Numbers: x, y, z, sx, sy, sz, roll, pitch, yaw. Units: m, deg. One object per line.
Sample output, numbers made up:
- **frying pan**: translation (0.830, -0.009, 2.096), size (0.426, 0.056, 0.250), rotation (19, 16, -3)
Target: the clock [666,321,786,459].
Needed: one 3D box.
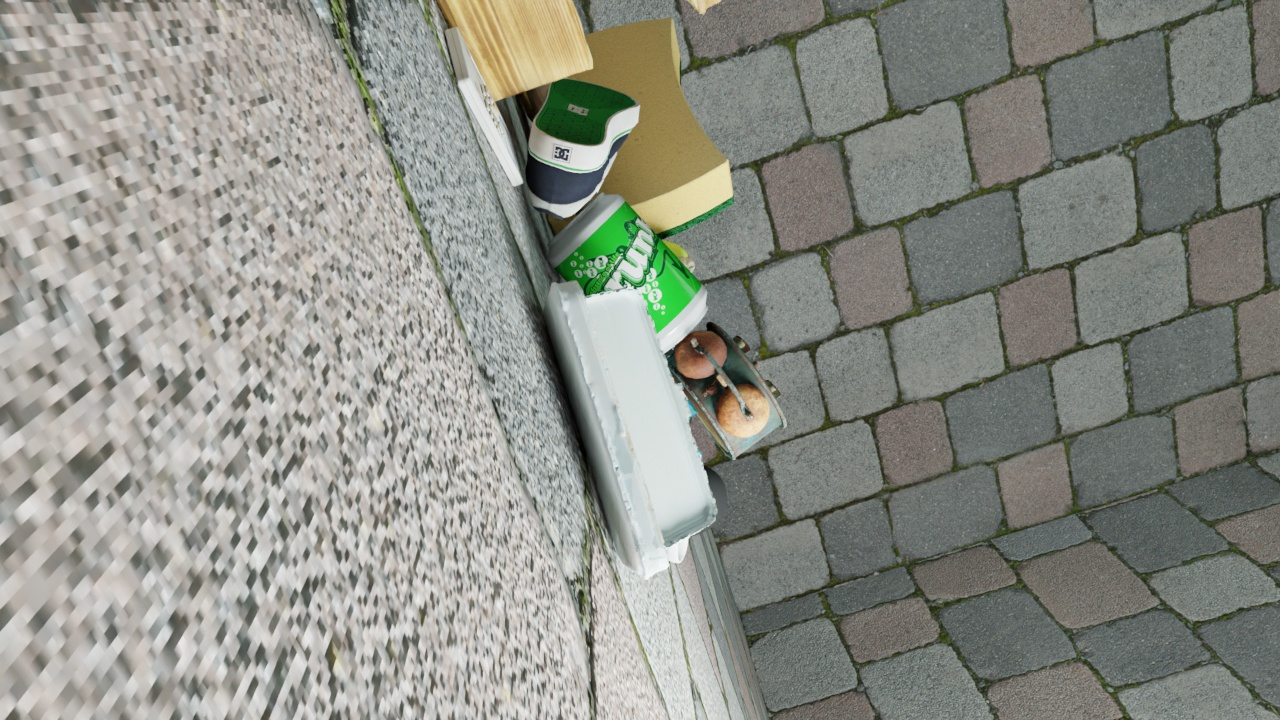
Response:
- **clock**: translation (0.080, 0.022, 0.839), size (0.121, 0.073, 0.158), rotation (54, -3, 12)

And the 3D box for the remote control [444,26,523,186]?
- **remote control**: translation (-0.115, -0.187, 0.692), size (0.136, 0.011, 0.050), rotation (66, 7, -68)

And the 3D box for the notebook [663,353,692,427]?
- **notebook**: translation (-0.005, 0.005, 0.885), size (0.169, 0.029, 0.208), rotation (51, 11, -8)

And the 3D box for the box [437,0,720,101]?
- **box**: translation (-0.082, -0.403, 0.676), size (0.279, 0.221, 0.258), rotation (65, 6, -57)

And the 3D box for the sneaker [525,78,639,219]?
- **sneaker**: translation (-0.056, -0.192, 0.819), size (0.234, 0.084, 0.079), rotation (-74, -179, -60)

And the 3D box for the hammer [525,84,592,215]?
- **hammer**: translation (-0.079, -0.208, 0.906), size (0.098, 0.052, 0.328), rotation (6, 62, -87)

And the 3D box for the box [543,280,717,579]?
- **box**: translation (-0.013, 0.045, 0.674), size (0.185, 0.084, 0.210), rotation (-13, 85, -77)

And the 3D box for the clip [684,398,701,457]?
- **clip**: translation (0.021, 0.036, 0.794), size (0.121, 0.033, 0.119), rotation (60, 19, 14)

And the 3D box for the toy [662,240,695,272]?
- **toy**: translation (0.011, -0.093, 0.950), size (0.115, 0.092, 0.046), rotation (-135, -150, -61)

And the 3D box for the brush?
- **brush**: translation (-0.023, -0.250, 1.023), size (0.075, 0.195, 0.250), rotation (67, 6, -63)

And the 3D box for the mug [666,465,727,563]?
- **mug**: translation (0.049, 0.181, 1.078), size (0.100, 0.085, 0.119), rotation (12, 89, -72)

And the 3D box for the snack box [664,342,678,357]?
- **snack box**: translation (0.012, 0.005, 1.169), size (0.080, 0.025, 0.148), rotation (57, -26, 26)

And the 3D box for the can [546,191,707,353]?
- **can**: translation (-0.011, -0.076, 0.823), size (0.140, 0.088, 0.087), rotation (46, 7, -9)
